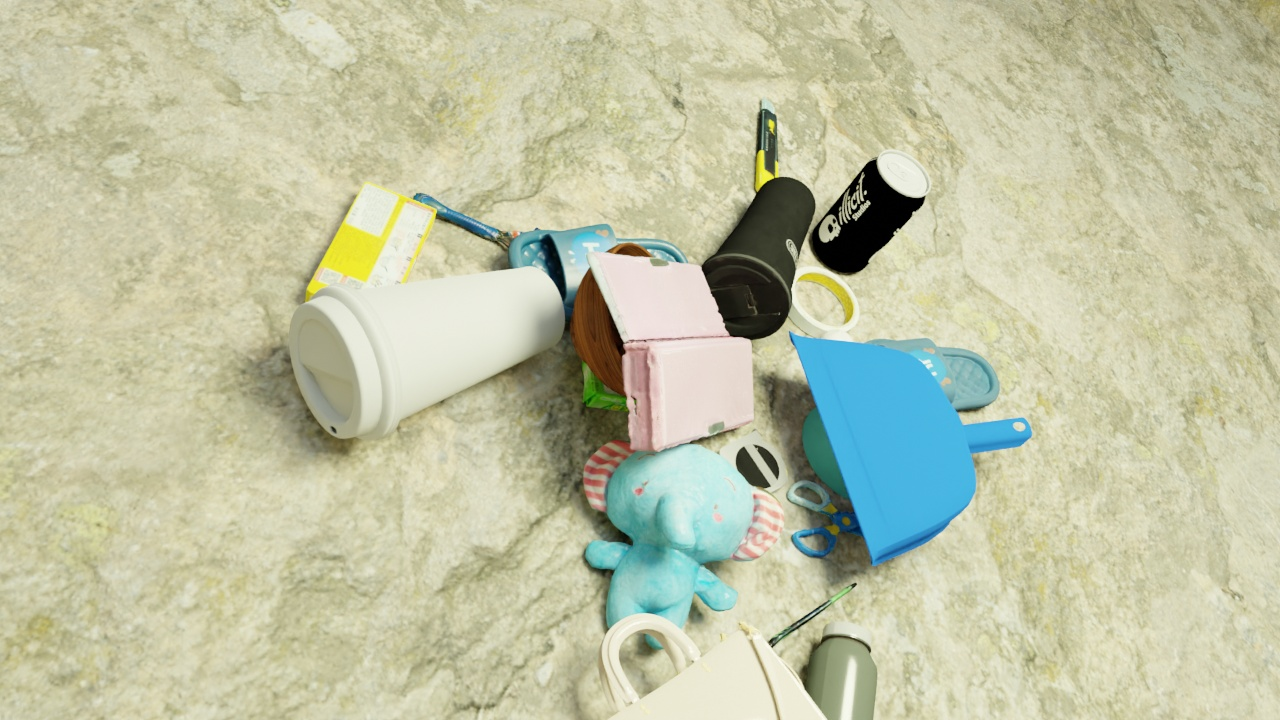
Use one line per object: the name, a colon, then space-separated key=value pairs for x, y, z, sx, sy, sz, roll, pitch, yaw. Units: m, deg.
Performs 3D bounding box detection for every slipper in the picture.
slipper: x=0.330 y=0.013 z=1.050 sx=0.213 sy=0.059 sz=0.103 roll=-1 pitch=57 yaw=-27
slipper: x=-0.033 y=-0.091 z=0.944 sx=0.213 sy=0.059 sz=0.103 roll=-2 pitch=71 yaw=-31

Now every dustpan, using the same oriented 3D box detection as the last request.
dustpan: x=0.294 y=0.074 z=0.928 sx=0.257 sy=0.060 sz=0.245 roll=-6 pitch=61 yaw=-17

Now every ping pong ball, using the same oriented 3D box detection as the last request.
ping pong ball: x=0.218 y=-0.015 z=1.026 sx=0.040 sy=0.040 sz=0.040 roll=12 pitch=54 yaw=-18

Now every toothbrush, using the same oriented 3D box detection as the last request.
toothbrush: x=0.135 y=0.243 z=0.832 sx=0.187 sy=0.014 sz=0.017 roll=-23 pitch=63 yaw=-35

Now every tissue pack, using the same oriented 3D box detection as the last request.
tissue pack: x=-0.005 y=0.005 z=0.912 sx=0.114 sy=0.034 sz=0.099 roll=9 pitch=59 yaw=-20

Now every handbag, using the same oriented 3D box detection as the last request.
handbag: x=0.042 y=0.284 z=0.702 sx=0.194 sy=0.102 sz=0.198 roll=-23 pitch=70 yaw=-32

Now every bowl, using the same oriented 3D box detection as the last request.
bowl: x=0.235 y=0.085 z=0.963 sx=0.121 sy=0.046 sz=0.121 roll=12 pitch=54 yaw=-18
bowl: x=-0.022 y=-0.029 z=0.849 sx=0.147 sy=0.069 sz=0.147 roll=33 pitch=51 yaw=-53

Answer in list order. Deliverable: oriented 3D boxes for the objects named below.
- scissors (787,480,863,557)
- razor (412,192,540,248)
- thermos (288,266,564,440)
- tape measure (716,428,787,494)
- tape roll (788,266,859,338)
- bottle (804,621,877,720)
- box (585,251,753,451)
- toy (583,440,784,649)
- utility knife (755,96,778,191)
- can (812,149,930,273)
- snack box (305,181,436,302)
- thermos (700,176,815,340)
scissors: x=0.202 y=0.154 z=0.926 sx=0.132 sy=0.020 sz=0.097 roll=-4 pitch=63 yaw=-26
razor: x=-0.167 y=-0.139 z=0.944 sx=0.141 sy=0.018 sz=0.043 roll=22 pitch=63 yaw=-9
thermos: x=-0.176 y=-0.020 z=0.801 sx=0.221 sy=0.132 sz=0.131 roll=-21 pitch=69 yaw=-42
tape measure: x=0.111 y=0.105 z=0.911 sx=0.064 sy=0.017 sz=0.065 roll=-22 pitch=70 yaw=-34
tape roll: x=0.210 y=-0.067 z=1.072 sx=0.094 sy=0.019 sz=0.093 roll=12 pitch=54 yaw=-18
bottle: x=0.172 y=0.285 z=0.791 sx=0.060 sy=0.060 sz=0.108 roll=25 pitch=52 yaw=-8
box: x=0.042 y=-0.014 z=0.836 sx=0.232 sy=0.051 sz=0.180 roll=-9 pitch=85 yaw=-63
toy: x=0.025 y=0.151 z=0.790 sx=0.183 sy=0.115 sz=0.180 roll=20 pitch=63 yaw=4
utility knife: x=0.166 y=-0.283 z=1.197 sx=0.028 sy=0.020 sz=0.186 roll=18 pitch=52 yaw=-16
can: x=0.271 y=-0.174 z=1.089 sx=0.080 sy=0.146 sz=0.080 roll=12 pitch=54 yaw=-18
snack box: x=-0.254 y=-0.100 z=0.873 sx=0.075 sy=0.025 sz=0.152 roll=21 pitch=52 yaw=-11
thermos: x=0.138 y=-0.123 z=1.028 sx=0.106 sy=0.106 sz=0.217 roll=32 pitch=46 yaw=-2
